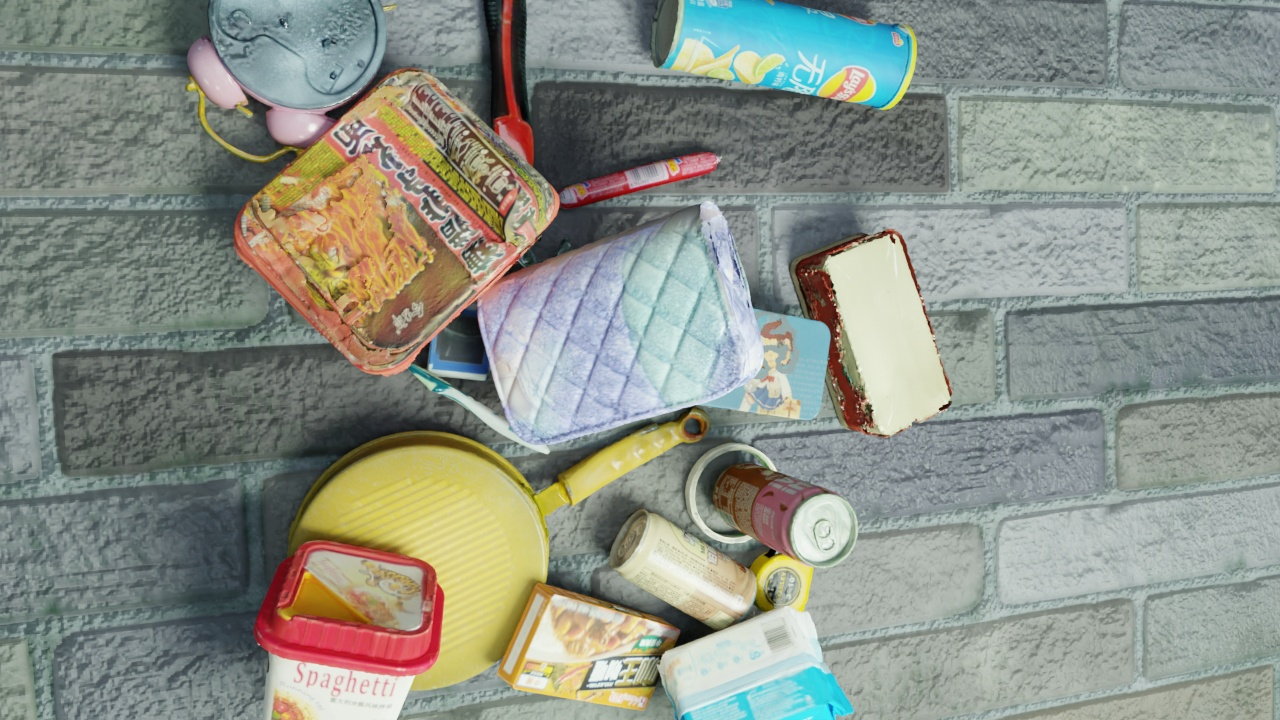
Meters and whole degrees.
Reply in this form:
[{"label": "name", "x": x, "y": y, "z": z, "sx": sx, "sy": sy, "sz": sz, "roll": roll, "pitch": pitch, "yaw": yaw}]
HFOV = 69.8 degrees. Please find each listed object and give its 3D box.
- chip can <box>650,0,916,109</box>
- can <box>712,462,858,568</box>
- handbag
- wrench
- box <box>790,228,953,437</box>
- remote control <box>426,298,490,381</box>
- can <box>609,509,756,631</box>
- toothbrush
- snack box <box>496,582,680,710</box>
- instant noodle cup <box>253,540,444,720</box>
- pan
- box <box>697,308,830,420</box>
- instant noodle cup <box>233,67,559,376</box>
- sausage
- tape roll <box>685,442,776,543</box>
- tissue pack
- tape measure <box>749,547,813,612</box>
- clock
[{"label": "chip can", "x": 0.118, "y": -0.260, "z": 0.759, "sx": 0.210, "sy": 0.071, "sz": 0.071, "roll": 5, "pitch": 91, "yaw": -17}, {"label": "can", "x": 0.109, "y": 0.118, "z": 0.719, "sx": 0.058, "sy": 0.147, "sz": 0.058, "roll": -1, "pitch": 93, "yaw": -18}, {"label": "handbag", "x": -0.016, "y": -0.022, "z": 0.664, "sx": 0.194, "sy": 0.075, "sz": 0.134, "roll": -16, "pitch": 91, "yaw": 22}, {"label": "wrench", "x": -0.096, "y": -0.199, "z": 0.715, "sx": 0.056, "sy": 0.016, "sz": 0.273, "roll": -7, "pitch": 89, "yaw": -22}, {"label": "box", "x": 0.203, "y": -0.023, "z": 0.794, "sx": 0.091, "sy": 0.076, "sz": 0.168, "roll": -23, "pitch": 98, "yaw": -16}, {"label": "remote control", "x": -0.136, "y": -0.048, "z": 0.717, "sx": 0.049, "sy": 0.024, "sz": 0.125, "roll": 7, "pitch": 89, "yaw": -17}, {"label": "can", "x": 0.036, "y": 0.175, "z": 0.762, "sx": 0.116, "sy": 0.058, "sz": 0.058, "roll": 33, "pitch": 83, "yaw": -16}, {"label": "toothbrush", "x": -0.152, "y": 0.023, "z": 0.694, "sx": 0.191, "sy": 0.016, "sz": 0.018, "roll": 31, "pitch": 94, "yaw": 2}, {"label": "snack box", "x": -0.038, "y": 0.230, "z": 0.729, "sx": 0.153, "sy": 0.026, "sz": 0.075, "roll": 30, "pitch": 82, "yaw": -42}, {"label": "instant noodle cup", "x": -0.202, "y": 0.205, "z": 0.624, "sx": 0.116, "sy": 0.116, "sz": 0.124, "roll": 14, "pitch": 105, "yaw": -13}, {"label": "pan", "x": -0.098, "y": 0.121, "z": 0.727, "sx": 0.357, "sy": 0.078, "sz": 0.198, "roll": -23, "pitch": 101, "yaw": -8}, {"label": "box", "x": 0.064, "y": -0.003, "z": 0.754, "sx": 0.184, "sy": 0.060, "sz": 0.090, "roll": 7, "pitch": 88, "yaw": -25}, {"label": "instant noodle cup", "x": -0.171, "y": -0.094, "z": 0.658, "sx": 0.188, "sy": 0.079, "sz": 0.164, "roll": -44, "pitch": 83, "yaw": -8}, {"label": "sausage", "x": -0.003, "y": -0.149, "z": 0.755, "sx": 0.155, "sy": 0.020, "sz": 0.020, "roll": -17, "pitch": 97, "yaw": -15}, {"label": "tape roll", "x": 0.081, "y": 0.115, "z": 0.796, "sx": 0.085, "sy": 0.014, "sz": 0.086, "roll": -1, "pitch": 93, "yaw": -17}, {"label": "tissue pack", "x": 0.087, "y": 0.264, "z": 0.736, "sx": 0.140, "sy": 0.090, "sz": 0.063, "roll": -21, "pitch": 141, "yaw": -1}, {"label": "tape measure", "x": 0.121, "y": 0.194, "z": 0.804, "sx": 0.057, "sy": 0.029, "sz": 0.060, "roll": 11, "pitch": 90, "yaw": -18}, {"label": "clock", "x": -0.253, "y": -0.216, "z": 0.656, "sx": 0.117, "sy": 0.060, "sz": 0.158, "roll": 31, "pitch": 82, "yaw": -17}]
